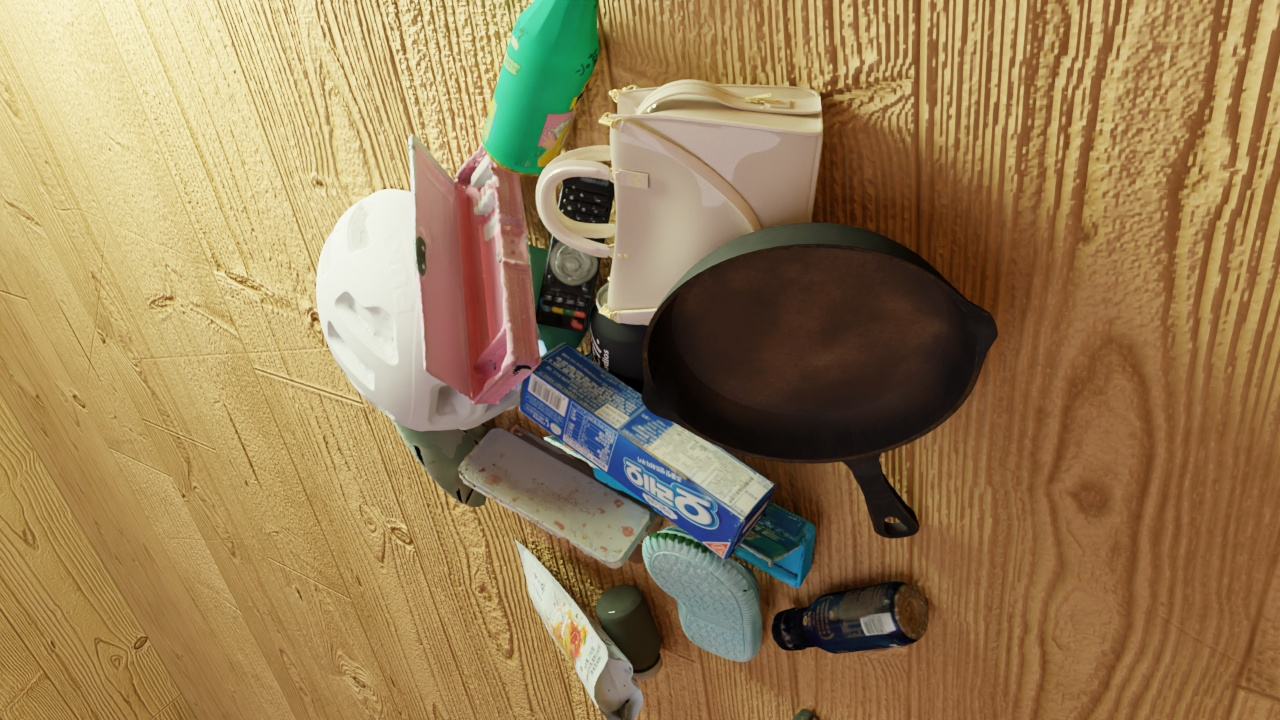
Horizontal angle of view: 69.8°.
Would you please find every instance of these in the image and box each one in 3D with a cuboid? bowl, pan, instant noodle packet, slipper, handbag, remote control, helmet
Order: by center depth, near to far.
[{"bbox_3d":[0.022,-0.106,0.669,0.198,0.101,0.195,5,128,5],"label":"handbag"},{"bbox_3d":[0.146,0.030,0.685,0.249,0.043,0.356,-14,135,24],"label":"pan"},{"bbox_3d":[-0.055,-0.096,0.780,0.045,0.021,0.140,11,95,-10],"label":"remote control"},{"bbox_3d":[-0.070,-0.056,0.843,0.046,0.121,0.121,-15,116,2],"label":"bowl"},{"bbox_3d":[0.076,0.229,0.926,0.116,0.069,0.276,17,150,24],"label":"slipper"},{"bbox_3d":[-0.237,-0.052,0.968,0.282,0.183,0.225,54,138,25],"label":"helmet"},{"bbox_3d":[-0.215,0.083,1.065,0.174,0.068,0.174,52,-179,-2],"label":"bowl"},{"bbox_3d":[-0.085,0.326,1.098,0.269,0.057,0.147,26,135,58],"label":"instant noodle packet"}]

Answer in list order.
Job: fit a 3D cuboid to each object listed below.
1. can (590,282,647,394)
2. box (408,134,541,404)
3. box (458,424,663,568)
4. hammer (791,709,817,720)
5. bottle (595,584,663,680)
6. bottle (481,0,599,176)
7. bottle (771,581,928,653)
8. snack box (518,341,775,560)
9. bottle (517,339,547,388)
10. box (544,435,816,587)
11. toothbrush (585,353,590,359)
[{"bbox_3d":[-0.005,0.005,0.828,0.080,0.080,0.146,23,132,25],"label":"can"},{"bbox_3d":[-0.157,-0.085,0.786,0.100,0.098,0.232,-35,56,48],"label":"box"},{"bbox_3d":[-0.083,0.154,1.012,0.216,0.094,0.108,27,159,22],"label":"box"},{"bbox_3d":[0.304,0.396,0.902,0.334,0.033,0.133,-29,98,47],"label":"hammer"},{"bbox_3d":[-0.010,0.322,1.083,0.060,0.060,0.108,0,120,40],"label":"bottle"},{"bbox_3d":[-0.067,-0.239,0.706,0.068,0.067,0.210,41,138,8],"label":"bottle"},{"bbox_3d":[0.191,0.245,0.861,0.161,0.056,0.056,-28,100,47],"label":"bottle"},{"bbox_3d":[0.000,0.071,0.764,0.226,0.059,0.059,33,133,20],"label":"snack box"},{"bbox_3d":[-0.081,0.034,0.917,0.048,0.048,0.131,9,152,35],"label":"bottle"},{"bbox_3d":[0.045,0.121,0.862,0.244,0.063,0.174,25,170,24],"label":"box"},{"bbox_3d":[-0.056,0.001,0.915,0.021,0.016,0.133,32,143,-23],"label":"toothbrush"}]
